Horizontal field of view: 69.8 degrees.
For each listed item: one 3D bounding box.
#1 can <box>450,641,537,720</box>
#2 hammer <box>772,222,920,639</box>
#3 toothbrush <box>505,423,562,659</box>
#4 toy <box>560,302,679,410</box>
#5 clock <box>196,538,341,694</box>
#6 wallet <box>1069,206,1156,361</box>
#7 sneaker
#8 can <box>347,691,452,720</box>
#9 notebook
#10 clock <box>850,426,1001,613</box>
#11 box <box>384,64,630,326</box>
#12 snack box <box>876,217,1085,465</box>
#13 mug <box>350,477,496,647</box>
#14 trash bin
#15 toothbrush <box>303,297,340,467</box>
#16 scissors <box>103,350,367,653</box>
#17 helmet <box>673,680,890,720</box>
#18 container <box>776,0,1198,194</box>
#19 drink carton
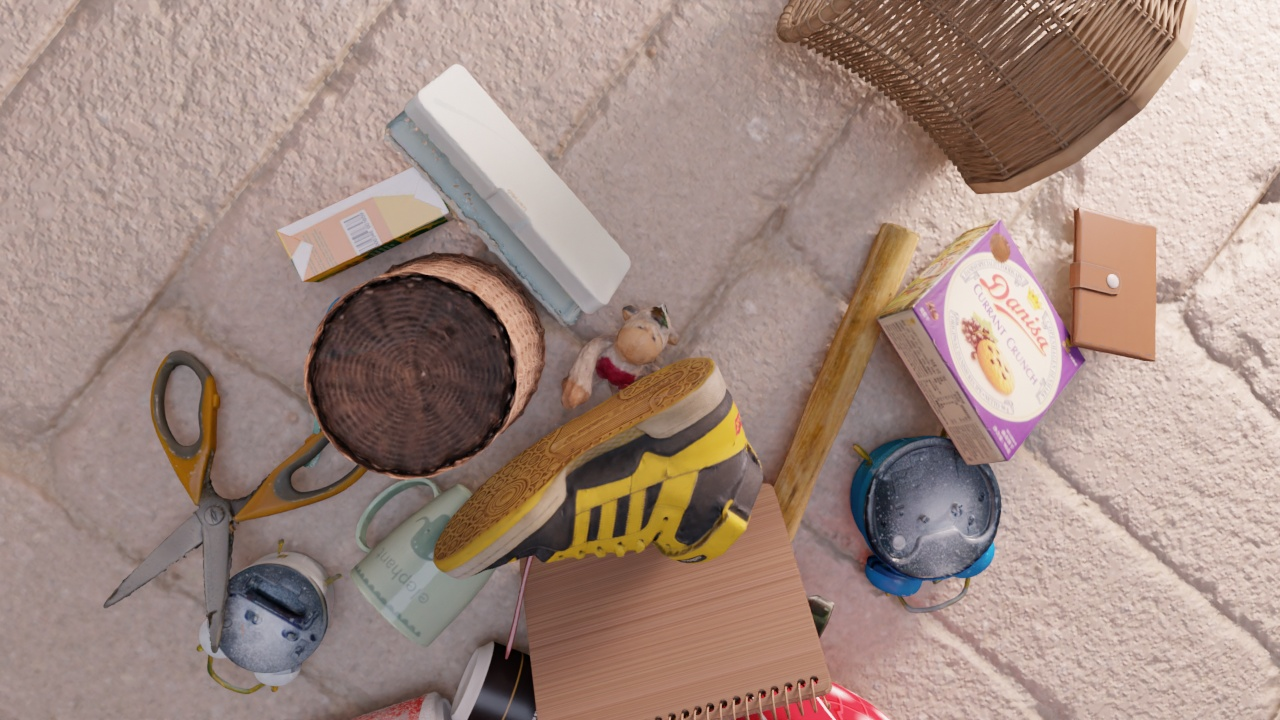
[{"bbox_3d":[-0.079,0.276,0.723,0.128,0.072,0.072,24,91,-9],"label":"can"},{"bbox_3d":[0.146,0.042,0.740,0.132,0.033,0.330,22,84,21],"label":"hammer"},{"bbox_3d":[-0.082,0.139,0.717,0.015,0.015,0.184,15,76,-4],"label":"toothbrush"},{"bbox_3d":[-0.004,0.004,0.709,0.085,0.074,0.106,32,95,-8],"label":"toy"},{"bbox_3d":[-0.284,0.200,0.696,0.083,0.057,0.117,34,89,-10],"label":"clock"},{"bbox_3d":[0.400,-0.064,0.771,0.087,0.013,0.121,10,78,-16],"label":"wallet"},{"bbox_3d":[-0.021,0.108,0.659,0.238,0.086,0.122,-33,110,0],"label":"sneaker"},{"bbox_3d":[-0.209,0.313,0.705,0.136,0.078,0.078,-17,96,-6],"label":"can"},{"bbox_3d":[0.019,0.197,0.680,0.210,0.022,0.169,-18,56,8],"label":"notebook"},{"bbox_3d":[0.234,0.135,0.761,0.116,0.060,0.161,-12,98,-8],"label":"clock"},{"bbox_3d":[-0.089,-0.120,0.671,0.199,0.071,0.085,47,71,-19],"label":"box"},{"bbox_3d":[0.275,-0.016,0.733,0.147,0.041,0.143,-40,100,-31],"label":"snack box"},{"bbox_3d":[-0.164,0.141,0.702,0.111,0.084,0.104,40,77,19],"label":"mug"},{"bbox_3d":[-0.136,-0.001,0.623,0.151,0.210,0.151,-1,95,-9],"label":"trash bin"},{"bbox_3d":[-0.244,0.017,0.707,0.022,0.017,0.135,12,93,-2],"label":"toothbrush"},{"bbox_3d":[-0.293,0.095,0.675,0.226,0.016,0.225,-9,77,-7],"label":"scissors"},{"bbox_3d":[0.121,0.362,0.691,0.271,0.197,0.224,42,92,-3],"label":"helmet"},{"bbox_3d":[0.247,-0.255,0.656,0.196,0.227,0.227,39,88,-16],"label":"container"},{"bbox_3d":[-0.204,-0.100,0.682,0.122,0.058,0.041,-27,97,-5],"label":"drink carton"}]
